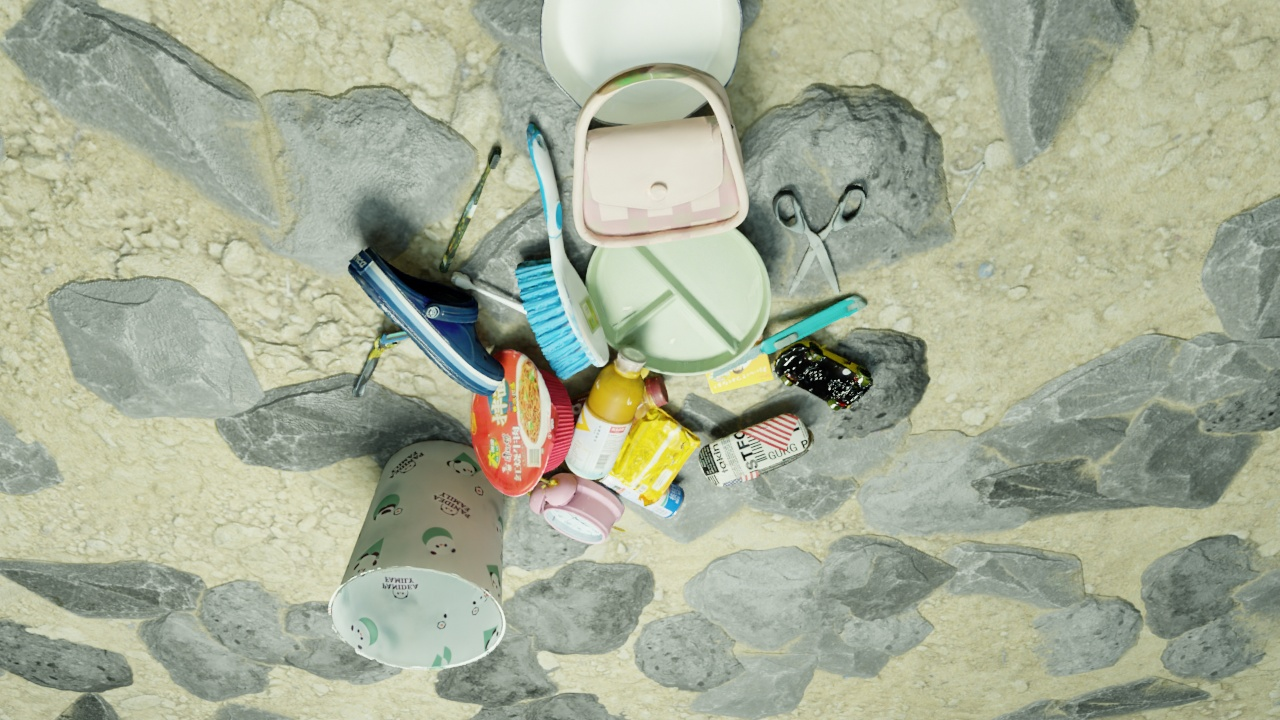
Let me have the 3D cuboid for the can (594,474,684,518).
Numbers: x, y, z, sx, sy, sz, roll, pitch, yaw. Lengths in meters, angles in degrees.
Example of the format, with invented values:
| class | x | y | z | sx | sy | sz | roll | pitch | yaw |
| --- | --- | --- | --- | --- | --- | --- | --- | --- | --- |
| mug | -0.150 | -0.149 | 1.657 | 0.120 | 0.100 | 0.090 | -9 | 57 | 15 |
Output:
| class | x | y | z | sx | sy | sz | roll | pitch | yaw |
| --- | --- | --- | --- | --- | --- | --- | --- | --- | --- |
| can | -0.002 | 0.186 | 1.367 | 0.134 | 0.053 | 0.053 | 30 | 123 | -24 |

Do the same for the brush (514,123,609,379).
| class | x | y | z | sx | sy | sz | roll | pitch | yaw |
| --- | --- | --- | --- | --- | --- | --- | --- | --- | --- |
| brush | -0.108 | -0.122 | 1.103 | 0.110 | 0.060 | 0.315 | -7 | 117 | 33 |

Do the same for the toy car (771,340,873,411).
| class | x | y | z | sx | sy | sz | roll | pitch | yaw |
| --- | --- | --- | --- | --- | --- | --- | --- | --- | --- |
| toy car | 0.247 | 0.016 | 1.241 | 0.155 | 0.041 | 0.071 | 24 | 125 | -24 |

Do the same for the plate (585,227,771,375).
| class | x | y | z | sx | sy | sz | roll | pitch | yaw |
| --- | --- | --- | --- | --- | --- | --- | --- | --- | --- |
| plate | 0.046 | -0.084 | 1.134 | 0.230 | 0.027 | 0.231 | 4 | 121 | 7 |

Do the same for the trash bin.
| class | x | y | z | sx | sy | sz | roll | pitch | yaw |
| --- | --- | --- | --- | --- | --- | --- | --- | --- | --- |
| trash bin | -0.294 | 0.263 | 1.296 | 0.229 | 0.251 | 0.230 | -1 | 130 | -1 |

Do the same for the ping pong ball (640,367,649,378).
| class | x | y | z | sx | sy | sz | roll | pitch | yaw |
| --- | --- | --- | --- | --- | --- | --- | --- | --- | --- |
| ping pong ball | -0.007 | 0.007 | 1.227 | 0.040 | 0.040 | 0.040 | -1 | 130 | -1 |

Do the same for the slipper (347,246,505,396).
| class | x | y | z | sx | sy | sz | roll | pitch | yaw |
| --- | --- | --- | --- | --- | --- | --- | --- | --- | --- |
| slipper | -0.253 | -0.058 | 1.138 | 0.095 | 0.105 | 0.253 | -43 | 129 | -2 |

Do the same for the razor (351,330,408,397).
| class | x | y | z | sx | sy | sz | roll | pitch | yaw |
| --- | --- | --- | --- | --- | --- | --- | --- | --- | --- |
| razor | -0.356 | 0.002 | 1.228 | 0.042 | 0.022 | 0.143 | -16 | 154 | -50 |

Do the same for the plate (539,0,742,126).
| class | x | y | z | sx | sy | sz | roll | pitch | yaw |
| --- | --- | --- | --- | --- | --- | --- | --- | --- | --- |
| plate | 0.001 | -0.339 | 0.938 | 0.205 | 0.045 | 0.205 | -1 | 129 | -1 |

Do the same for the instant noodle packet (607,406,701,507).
| class | x | y | z | sx | sy | sz | roll | pitch | yaw |
| --- | --- | --- | --- | --- | --- | --- | --- | --- | --- |
| instant noodle packet | 0.011 | 0.133 | 1.305 | 0.110 | 0.044 | 0.128 | 38 | 92 | -23 |

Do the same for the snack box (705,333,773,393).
| class | x | y | z | sx | sy | sz | roll | pitch | yaw |
| --- | --- | --- | --- | --- | --- | --- | --- | --- | --- |
| snack box | 0.119 | -0.023 | 1.212 | 0.087 | 0.033 | 0.140 | -13 | 131 | 10 |

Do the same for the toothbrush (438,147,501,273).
| class | x | y | z | sx | sy | sz | roll | pitch | yaw |
| --- | --- | --- | --- | --- | --- | --- | --- | --- | --- |
| toothbrush | -0.203 | -0.173 | 1.087 | 0.012 | 0.017 | 0.186 | 14 | 129 | -27 |

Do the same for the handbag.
| class | x | y | z | sx | sy | sz | roll | pitch | yaw |
| --- | --- | --- | --- | --- | --- | --- | --- | --- | --- |
| handbag | 0.016 | -0.222 | 0.958 | 0.193 | 0.093 | 0.234 | -7 | 151 | 2 |

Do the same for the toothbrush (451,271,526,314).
| class | x | y | z | sx | sy | sz | roll | pitch | yaw |
| --- | --- | --- | --- | --- | --- | --- | --- | --- | --- |
| toothbrush | -0.159 | -0.072 | 1.176 | 0.180 | 0.016 | 0.016 | 23 | 123 | -22 |

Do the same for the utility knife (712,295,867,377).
| class | x | y | z | sx | sy | sz | roll | pitch | yaw |
| --- | --- | --- | --- | --- | --- | --- | --- | --- | --- |
| utility knife | 0.193 | -0.030 | 1.190 | 0.222 | 0.013 | 0.029 | -26 | 125 | 2 |

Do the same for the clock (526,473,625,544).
| class | x | y | z | sx | sy | sz | roll | pitch | yaw |
| --- | --- | --- | --- | --- | --- | --- | --- | --- | --- |
| clock | -0.102 | 0.212 | 1.357 | 0.158 | 0.059 | 0.117 | 37 | 148 | -16 |

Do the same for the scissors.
| class | x | y | z | sx | sy | sz | roll | pitch | yaw |
| --- | --- | --- | --- | --- | --- | --- | --- | --- | --- |
| scissors | 0.219 | -0.148 | 1.126 | 0.160 | 0.014 | 0.181 | -33 | 125 | 26 |

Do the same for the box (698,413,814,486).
| class | x | y | z | sx | sy | sz | roll | pitch | yaw |
| --- | --- | --- | --- | --- | --- | --- | --- | --- | --- |
| box | 0.168 | 0.128 | 1.321 | 0.163 | 0.087 | 0.076 | -26 | 86 | 15 |

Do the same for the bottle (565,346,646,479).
| class | x | y | z | sx | sy | sz | roll | pitch | yaw |
| --- | --- | --- | --- | --- | --- | --- | --- | --- | --- |
| bottle | -0.042 | 0.068 | 1.191 | 0.068 | 0.068 | 0.190 | 15 | 120 | -14 |

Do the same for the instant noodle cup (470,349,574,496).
| class | x | y | z | sx | sy | sz | roll | pitch | yaw |
| --- | --- | --- | --- | --- | --- | --- | --- | --- | --- |
| instant noodle cup | -0.150 | 0.082 | 1.218 | 0.065 | 0.193 | 0.194 | 0 | 137 | -40 |

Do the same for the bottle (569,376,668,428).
| class | x | y | z | sx | sy | sz | roll | pitch | yaw |
| --- | --- | --- | --- | --- | --- | --- | --- | --- | --- |
| bottle | -0.049 | 0.065 | 1.264 | 0.175 | 0.057 | 0.057 | -18 | 128 | 13 |
